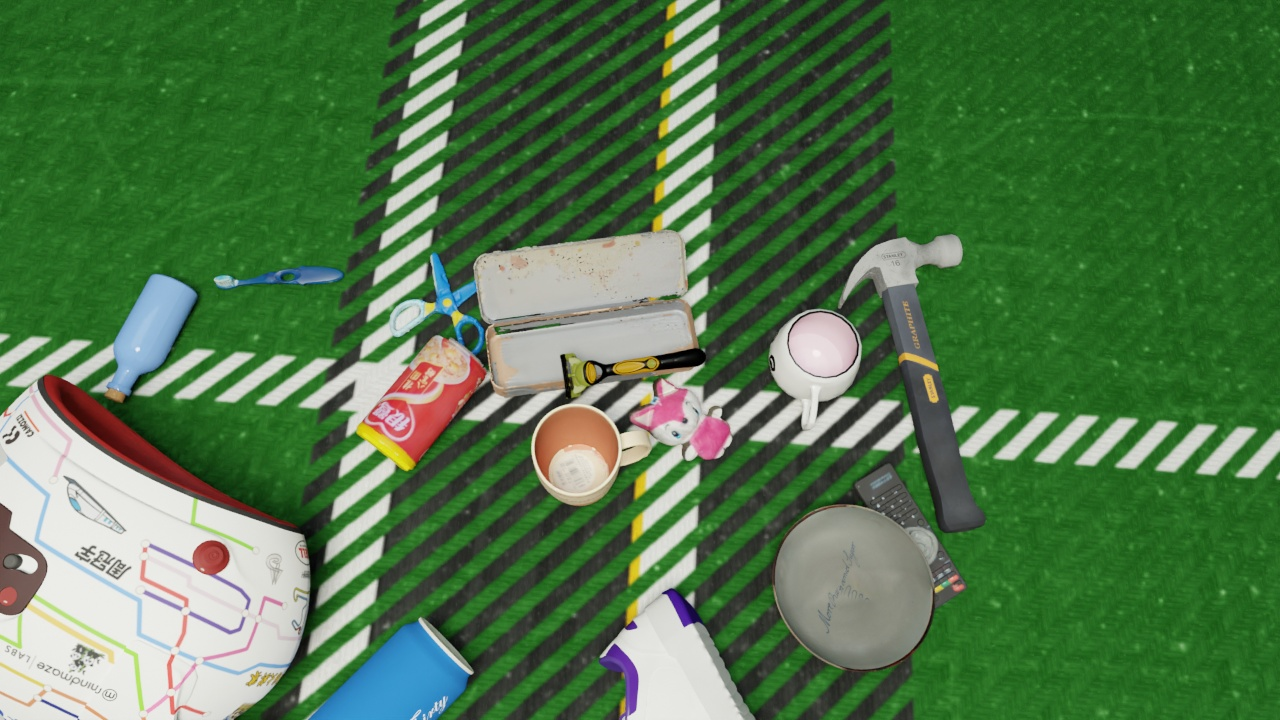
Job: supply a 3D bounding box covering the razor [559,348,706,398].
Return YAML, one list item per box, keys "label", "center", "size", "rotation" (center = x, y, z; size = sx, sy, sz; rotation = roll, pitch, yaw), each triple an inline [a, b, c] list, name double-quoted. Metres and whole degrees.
- label: "razor"
  center: [-0.005, 0.005, 0.908]
  size: [0.144, 0.021, 0.044]
  rotation: [-8, 89, -8]

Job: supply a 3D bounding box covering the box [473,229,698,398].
- label: "box"
  center: [-0.054, -0.049, 0.938]
  size: [0.216, 0.071, 0.157]
  rotation: [-9, 99, -5]

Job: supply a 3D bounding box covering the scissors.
- label: "scissors"
  center: [-0.207, -0.056, 0.963]
  size: [0.130, 0.014, 0.125]
  rotation: [-14, 73, -10]

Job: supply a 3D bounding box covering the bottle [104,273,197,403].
- label: "bottle"
  center: [-0.495, -0.019, 0.917]
  size: [0.048, 0.048, 0.131]
  rotation: [17, 71, 4]

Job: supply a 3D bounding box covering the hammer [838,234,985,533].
- label: "hammer"
  center: [0.296, 0.020, 0.944]
  size: [0.139, 0.035, 0.312]
  rotation: [-9, 71, -4]

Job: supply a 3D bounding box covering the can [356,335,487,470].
- label: "can"
  center: [-0.213, 0.040, 0.897]
  size: [0.067, 0.067, 0.124]
  rotation: [34, 72, 9]

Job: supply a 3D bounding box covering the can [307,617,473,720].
- label: "can"
  center: [-0.222, 0.301, 0.797]
  size: [0.079, 0.079, 0.146]
  rotation: [43, 74, 12]

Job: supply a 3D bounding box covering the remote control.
- label: "remote control"
  center: [0.261, 0.171, 0.896]
  size: [0.045, 0.021, 0.140]
  rotation: [-28, 79, -10]

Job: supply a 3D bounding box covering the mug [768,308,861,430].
- label: "mug"
  center: [0.172, 0.013, 0.918]
  size: [0.090, 0.076, 0.123]
  rotation: [9, 70, 1]

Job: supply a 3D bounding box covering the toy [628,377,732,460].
- label: "toy"
  center: [0.045, 0.058, 0.914]
  size: [0.102, 0.050, 0.065]
  rotation: [32, 67, 3]

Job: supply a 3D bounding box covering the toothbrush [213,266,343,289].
- label: "toothbrush"
  center: [-0.379, -0.086, 0.962]
  size: [0.132, 0.016, 0.021]
  rotation: [-5, 73, -3]

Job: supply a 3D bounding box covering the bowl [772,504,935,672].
- label: "bowl"
  center: [0.193, 0.214, 0.857]
  size: [0.150, 0.057, 0.150]
  rotation: [1, 70, -2]

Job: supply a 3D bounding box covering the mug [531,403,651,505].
- label: "mug"
  center: [-0.045, 0.092, 0.866]
  size: [0.111, 0.104, 0.085]
  rotation: [-14, 72, -8]

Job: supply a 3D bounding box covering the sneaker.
- label: "sneaker"
  center: [0.040, 0.320, 0.775]
  size: [0.111, 0.092, 0.244]
  rotation: [-33, 53, 1]

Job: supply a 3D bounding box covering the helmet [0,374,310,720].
- label: "helmet"
  center: [-0.434, 0.186, 0.748]
  size: [0.314, 0.231, 0.235]
  rotation: [32, 75, 3]
